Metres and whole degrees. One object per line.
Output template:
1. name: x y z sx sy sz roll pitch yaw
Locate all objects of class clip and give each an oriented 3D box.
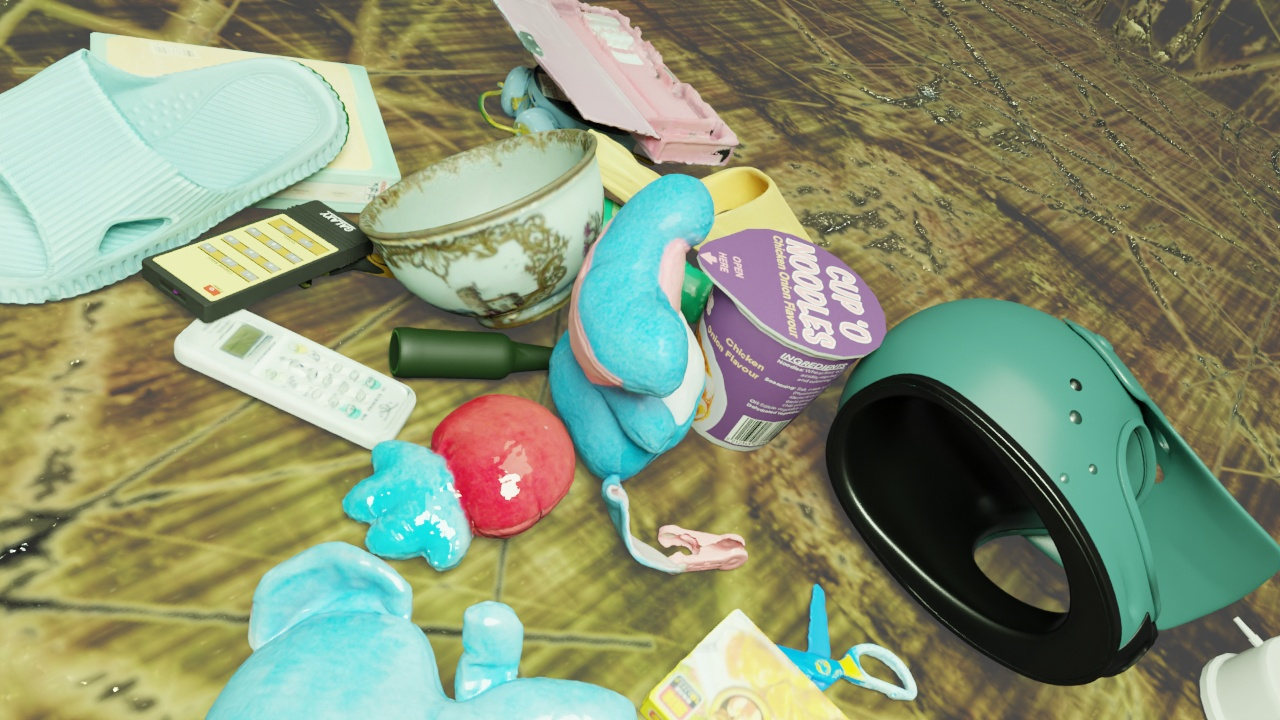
1. clip: 0.037 0.120 0.559 0.059 0.023 0.045 24 44 -2

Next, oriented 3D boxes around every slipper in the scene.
1. slipper: -0.295 -0.124 0.548 0.275 0.070 0.116 -37 96 -35
2. slipper: 0.070 -0.119 0.730 0.263 0.078 0.099 26 15 -28

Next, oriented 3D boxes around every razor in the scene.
1. razor: -0.169 -0.063 0.637 0.144 0.021 0.044 7 44 -27

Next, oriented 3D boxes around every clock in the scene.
1. clock: 0.449 0.262 0.620 0.120 0.061 0.158 16 46 -15
2. clock: -0.066 -0.223 0.835 0.162 0.060 0.118 5 44 -25

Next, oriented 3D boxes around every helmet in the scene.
1. helmet: 0.267 0.079 0.615 0.199 0.177 0.274 -21 64 -40

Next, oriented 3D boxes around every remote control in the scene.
1. remote control: -0.200 0.011 0.537 0.133 0.022 0.050 25 40 -3
2. remote control: -0.234 -0.066 0.575 0.058 0.013 0.133 31 37 16

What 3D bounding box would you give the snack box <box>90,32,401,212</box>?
1. snack box: -0.285 -0.171 0.665 0.193 0.044 0.141 -2 50 -31

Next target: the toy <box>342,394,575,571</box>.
1. toy: -0.096 0.067 0.514 0.132 0.062 0.092 -26 47 -25

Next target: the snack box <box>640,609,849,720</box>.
1. snack box: 0.078 0.209 0.473 0.152 0.025 0.075 43 54 17

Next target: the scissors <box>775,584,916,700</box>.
1. scissors: 0.107 0.183 0.538 0.126 0.013 0.125 23 41 -10

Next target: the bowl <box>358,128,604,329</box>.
1. bowl: -0.090 -0.078 0.601 0.160 0.094 0.159 -14 28 8

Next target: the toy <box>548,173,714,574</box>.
1. toy: -0.003 0.003 0.535 0.099 0.192 0.223 4 61 -6

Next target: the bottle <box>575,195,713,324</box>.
1. bottle: -0.016 -0.082 0.705 0.209 0.068 0.067 28 40 0

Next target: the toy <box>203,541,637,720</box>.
1. toy: -0.091 0.167 0.371 0.180 0.115 0.183 0 68 -6

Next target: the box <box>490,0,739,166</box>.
1. box: -0.038 -0.255 0.805 0.178 0.040 0.232 -1 46 -40

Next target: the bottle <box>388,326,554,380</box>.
1. bottle: -0.100 -0.003 0.602 0.122 0.033 0.033 2 46 -29

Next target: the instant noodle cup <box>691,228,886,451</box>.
1. instant noodle cup: 0.078 -0.008 0.638 0.136 0.122 0.121 16 41 -15
